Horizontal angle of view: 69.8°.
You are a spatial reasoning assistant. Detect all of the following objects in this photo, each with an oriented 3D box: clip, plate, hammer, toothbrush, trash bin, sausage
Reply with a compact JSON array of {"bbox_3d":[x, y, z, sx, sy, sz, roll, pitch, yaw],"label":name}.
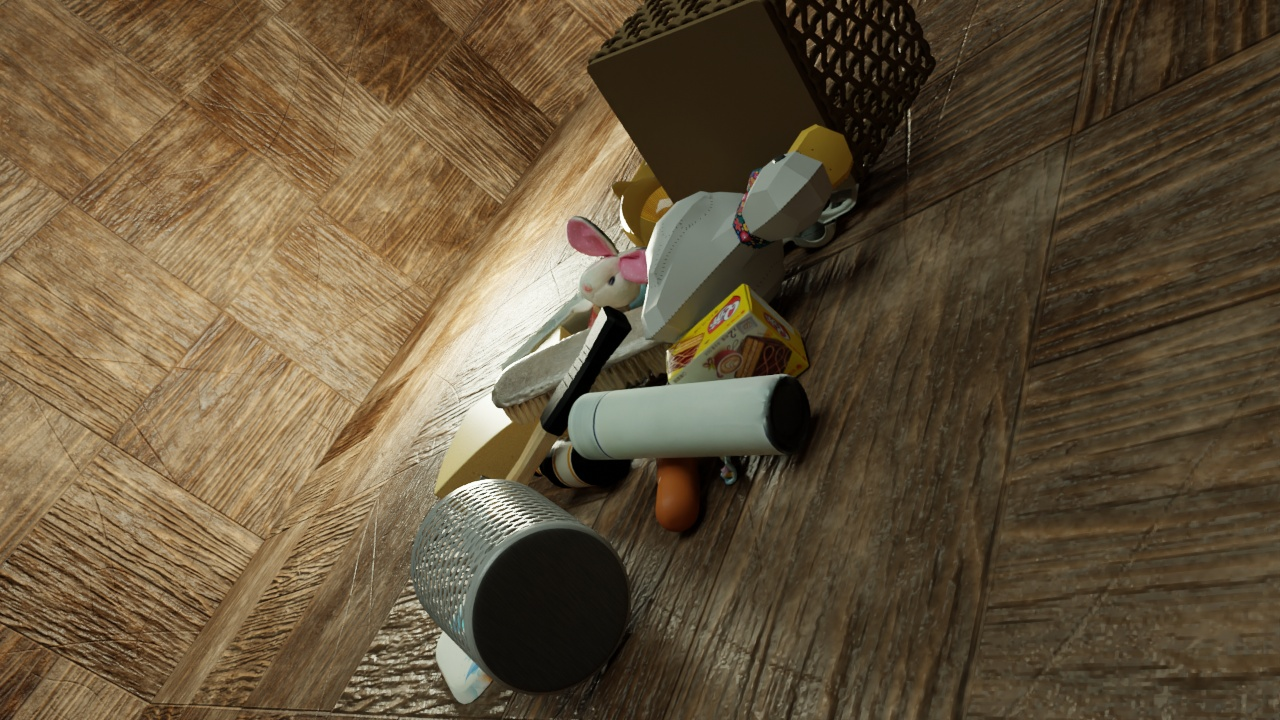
[{"bbox_3d":[0.180,-0.168,1.007,0.144,0.074,0.124,-28,26,36],"label":"clip"},{"bbox_3d":[-0.160,0.271,1.005,0.186,0.016,0.187,-54,19,-12],"label":"plate"},{"bbox_3d":[-0.107,0.086,1.011,0.329,0.039,0.131,-58,26,17],"label":"hammer"},{"bbox_3d":[0.068,0.073,0.863,0.016,0.022,0.155,-7,21,-5],"label":"toothbrush"},{"bbox_3d":[-0.108,0.197,0.818,0.156,0.156,0.183,-55,22,-13],"label":"trash bin"},{"bbox_3d":[0.032,0.100,0.857,0.044,0.039,0.164,-41,21,16],"label":"sausage"}]

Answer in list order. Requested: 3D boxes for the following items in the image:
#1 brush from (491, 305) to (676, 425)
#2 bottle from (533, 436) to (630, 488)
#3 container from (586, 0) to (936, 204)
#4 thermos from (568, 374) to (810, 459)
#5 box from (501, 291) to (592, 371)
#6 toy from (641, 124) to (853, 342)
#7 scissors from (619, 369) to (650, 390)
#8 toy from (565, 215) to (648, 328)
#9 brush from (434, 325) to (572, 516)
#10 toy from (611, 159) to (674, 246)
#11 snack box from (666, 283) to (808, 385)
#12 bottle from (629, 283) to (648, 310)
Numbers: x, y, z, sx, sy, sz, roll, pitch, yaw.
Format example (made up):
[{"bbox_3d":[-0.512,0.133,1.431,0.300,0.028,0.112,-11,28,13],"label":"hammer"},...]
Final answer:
[{"bbox_3d":[-0.055,0.002,1.085,0.272,0.056,0.083,-23,40,19],"label":"brush"},{"bbox_3d":[-0.080,0.116,1.047,0.182,0.059,0.059,-18,37,58],"label":"bottle"},{"bbox_3d":[0.131,-0.319,0.996,0.252,0.219,0.213,-1,45,47],"label":"container"},{"bbox_3d":[0.036,0.053,0.808,0.231,0.068,0.067,-7,44,41],"label":"thermos"},{"bbox_3d":[-0.102,-0.050,1.393,0.210,0.061,0.192,-40,-9,26],"label":"box"},{"bbox_3d":[0.088,-0.110,0.914,0.246,0.141,0.268,-48,5,-15],"label":"toy"},{"bbox_3d":[-0.010,0.001,1.131,0.188,0.015,0.146,-31,61,14],"label":"scissors"},{"bbox_3d":[-0.044,-0.086,1.214,0.084,0.159,0.195,-29,-38,-42],"label":"toy"},{"bbox_3d":[-0.169,0.088,1.277,0.251,0.075,0.194,-40,21,28],"label":"brush"},{"bbox_3d":[0.037,-0.192,1.198,0.203,0.162,0.199,-108,38,-71],"label":"toy"},{"bbox_3d":[0.088,-0.002,0.853,0.106,0.083,0.061,-42,22,22],"label":"snack box"},{"bbox_3d":[-0.022,-0.069,1.295,0.130,0.040,0.040,-33,25,41],"label":"bottle"}]
